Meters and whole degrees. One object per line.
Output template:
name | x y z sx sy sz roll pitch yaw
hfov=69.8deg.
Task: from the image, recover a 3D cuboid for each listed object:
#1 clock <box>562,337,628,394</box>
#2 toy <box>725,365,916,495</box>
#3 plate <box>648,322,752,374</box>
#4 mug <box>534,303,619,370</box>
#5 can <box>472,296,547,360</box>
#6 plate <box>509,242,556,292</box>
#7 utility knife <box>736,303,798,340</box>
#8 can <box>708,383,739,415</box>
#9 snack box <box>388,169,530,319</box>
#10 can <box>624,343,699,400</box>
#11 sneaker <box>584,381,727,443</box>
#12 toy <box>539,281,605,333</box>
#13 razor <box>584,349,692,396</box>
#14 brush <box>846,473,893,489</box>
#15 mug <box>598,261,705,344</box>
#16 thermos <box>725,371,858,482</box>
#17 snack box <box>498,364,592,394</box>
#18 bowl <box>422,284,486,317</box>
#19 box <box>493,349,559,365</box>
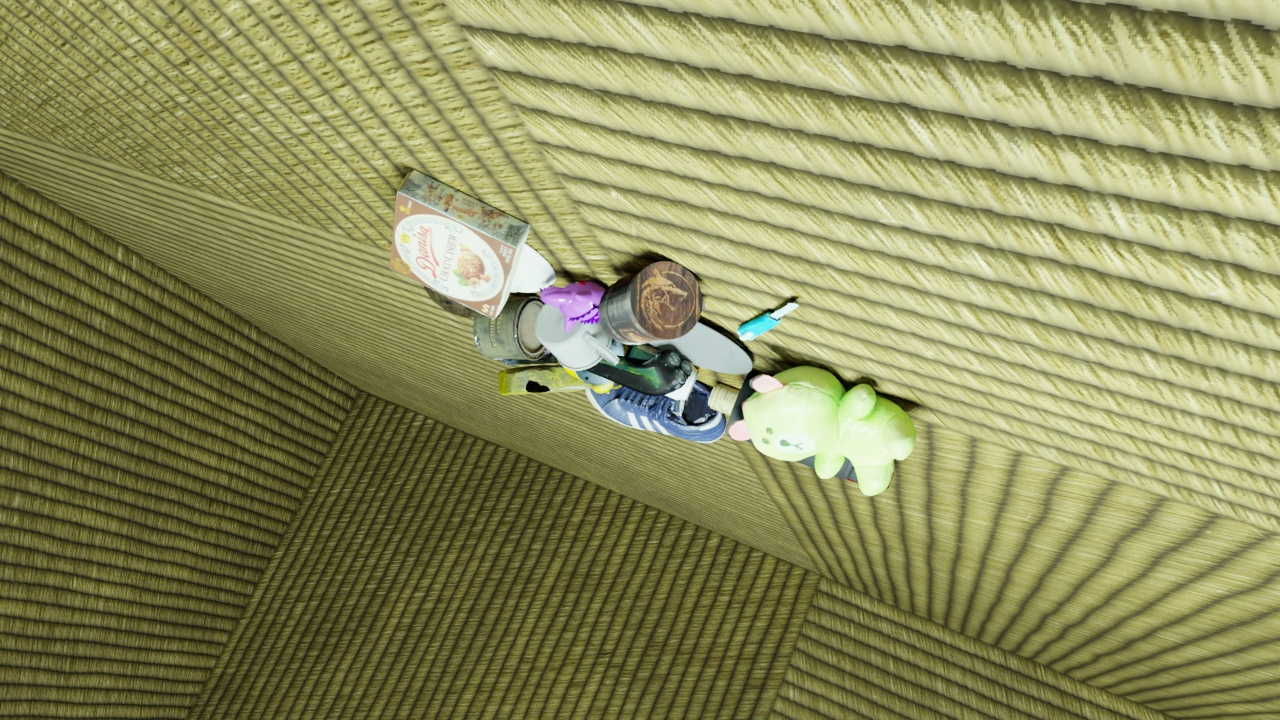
clock | -0.060 -0.002 1.297 0.118 0.083 0.057 35 169 -28
toy | 0.213 0.070 1.062 0.197 0.107 0.150 28 142 13
plate | 0.058 -0.029 1.140 0.178 0.012 0.178 23 166 6
mug | -0.078 -0.032 1.199 0.113 0.084 0.070 30 169 35
can | -0.178 -0.046 1.289 0.075 0.089 0.090 2 157 29
plate | -0.195 -0.129 1.152 0.182 0.034 0.182 23 167 6
utility knife | 0.135 -0.040 0.960 0.022 0.015 0.167 26 168 -8
can | 0.138 0.062 1.290 0.079 0.038 0.038 21 166 14
snack box | -0.213 -0.131 1.059 0.147 0.041 0.143 26 144 -4
can | 0.026 0.015 1.268 0.101 0.054 0.055 23 166 5
sneaker | 0.018 0.060 1.373 0.233 0.091 0.118 22 171 7
toy | -0.070 -0.068 1.115 0.106 0.056 0.088 6 168 -37
razor | -0.007 0.007 1.216 0.151 0.053 0.067 13 120 17
brush | 0.281 0.124 1.271 0.173 0.041 0.082 34 163 -34
mug | 0.024 -0.057 0.985 0.115 0.080 0.107 1 176 -21
thermos | 0.216 0.089 1.158 0.199 0.086 0.086 22 166 11
snack box | -0.140 0.027 1.399 0.121 0.045 0.181 -3 178 -20
bowl | -0.244 -0.092 1.228 0.121 0.056 0.121 29 -170 -6
box | -0.168 -0.042 1.448 0.215 0.091 0.090 -2 108 61
